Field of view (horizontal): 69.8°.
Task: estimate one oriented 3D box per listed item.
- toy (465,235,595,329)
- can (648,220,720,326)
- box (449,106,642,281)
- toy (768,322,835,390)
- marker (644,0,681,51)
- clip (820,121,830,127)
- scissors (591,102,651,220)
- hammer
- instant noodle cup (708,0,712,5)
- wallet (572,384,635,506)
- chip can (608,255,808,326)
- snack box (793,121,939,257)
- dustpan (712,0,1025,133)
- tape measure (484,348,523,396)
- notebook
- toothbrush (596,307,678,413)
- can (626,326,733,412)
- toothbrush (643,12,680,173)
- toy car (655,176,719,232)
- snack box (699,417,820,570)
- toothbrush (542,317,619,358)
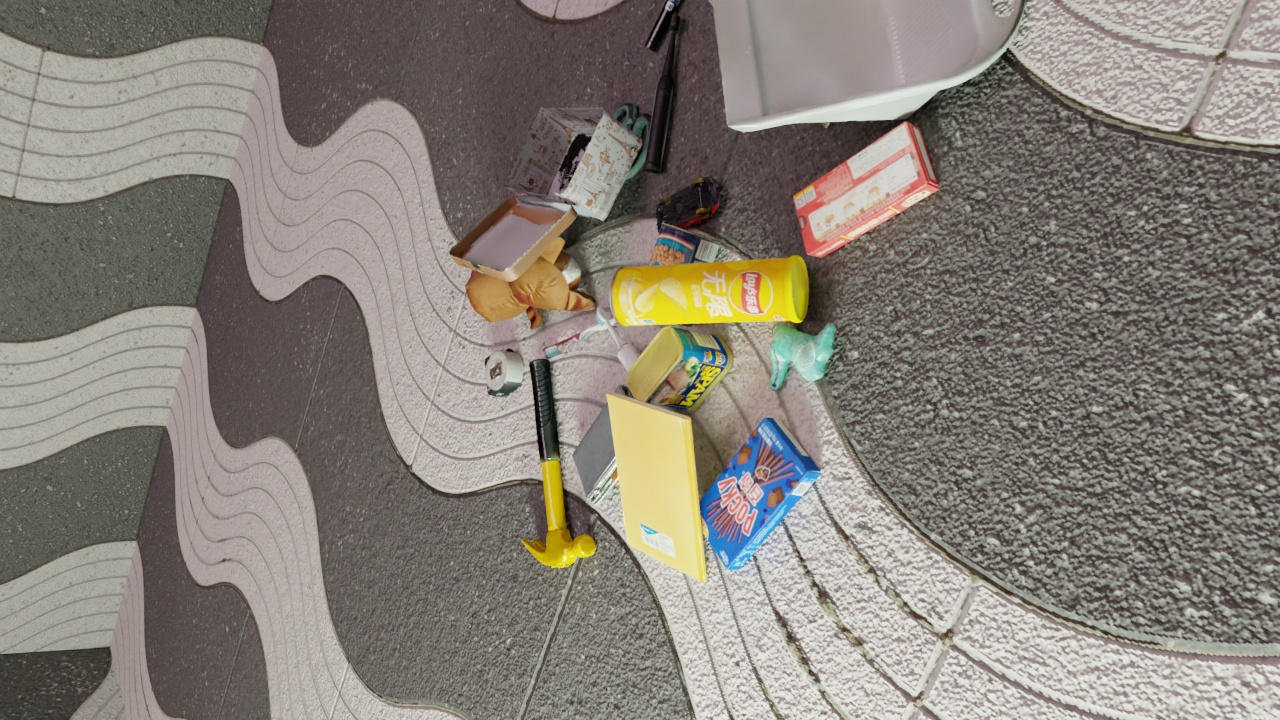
[{"bbox_3d":[-0.156,-0.118,1.328,0.200,0.140,0.130,-7,36,47],"label":"toy"},{"bbox_3d":[0.045,-0.105,1.111,0.075,0.075,0.111,29,104,48],"label":"can"},{"bbox_3d":[-0.133,-0.217,1.245,0.179,0.102,0.260,20,82,52],"label":"box"},{"bbox_3d":[0.168,-0.006,0.987,0.092,0.030,0.096,33,115,52],"label":"toy"},{"bbox_3d":[0.043,-0.479,1.231,0.132,0.020,0.022,-60,15,23],"label":"marker"},{"bbox_3d":[0.175,-0.300,1.010,0.101,0.096,0.035,51,121,28],"label":"clip"},{"bbox_3d":[-0.045,-0.284,1.293,0.186,0.019,0.129,-48,50,30],"label":"scissors"},{"bbox_3d":[-0.128,0.142,1.294,0.129,0.032,0.300,-26,63,42],"label":"hammer"},{"bbox_3d":[0.095,-0.512,1.106,0.152,0.111,0.151,-13,73,47],"label":"instant noodle cup"},{"bbox_3d":[-0.037,0.112,1.192,0.130,0.037,0.106,-55,36,25],"label":"wallet"},{"bbox_3d":[0.074,-0.075,1.015,0.214,0.072,0.072,0,82,25],"label":"chip can"},{"bbox_3d":[0.229,-0.173,0.950,0.153,0.025,0.075,-31,61,42],"label":"snack box"},{"bbox_3d":[0.216,-0.342,0.875,0.143,0.257,0.222,135,133,-65],"label":"dustpan"},{"bbox_3d":[-0.210,0.017,1.412,0.066,0.033,0.065,-31,62,42],"label":"tape measure"},{"bbox_3d":[0.018,0.147,1.077,0.146,0.010,0.206,15,118,49],"label":"notebook"},{"bbox_3d":[-0.007,0.007,1.176,0.221,0.026,0.026,56,137,35],"label":"toothbrush"},{"bbox_3d":[0.045,0.011,1.081,0.102,0.083,0.057,-52,48,29],"label":"can"},{"bbox_3d":[0.032,-0.354,1.212,0.026,0.027,0.212,8,89,12],"label":"toothbrush"},{"bbox_3d":[0.061,-0.190,1.142,0.107,0.031,0.049,-24,66,45],"label":"toy car"},{"bbox_3d":[0.123,0.147,1.008,0.157,0.026,0.084,-56,47,25],"label":"snack box"},{"bbox_3d":[-0.080,-0.032,1.286,0.188,0.016,0.017,-20,76,46],"label":"toothbrush"}]
